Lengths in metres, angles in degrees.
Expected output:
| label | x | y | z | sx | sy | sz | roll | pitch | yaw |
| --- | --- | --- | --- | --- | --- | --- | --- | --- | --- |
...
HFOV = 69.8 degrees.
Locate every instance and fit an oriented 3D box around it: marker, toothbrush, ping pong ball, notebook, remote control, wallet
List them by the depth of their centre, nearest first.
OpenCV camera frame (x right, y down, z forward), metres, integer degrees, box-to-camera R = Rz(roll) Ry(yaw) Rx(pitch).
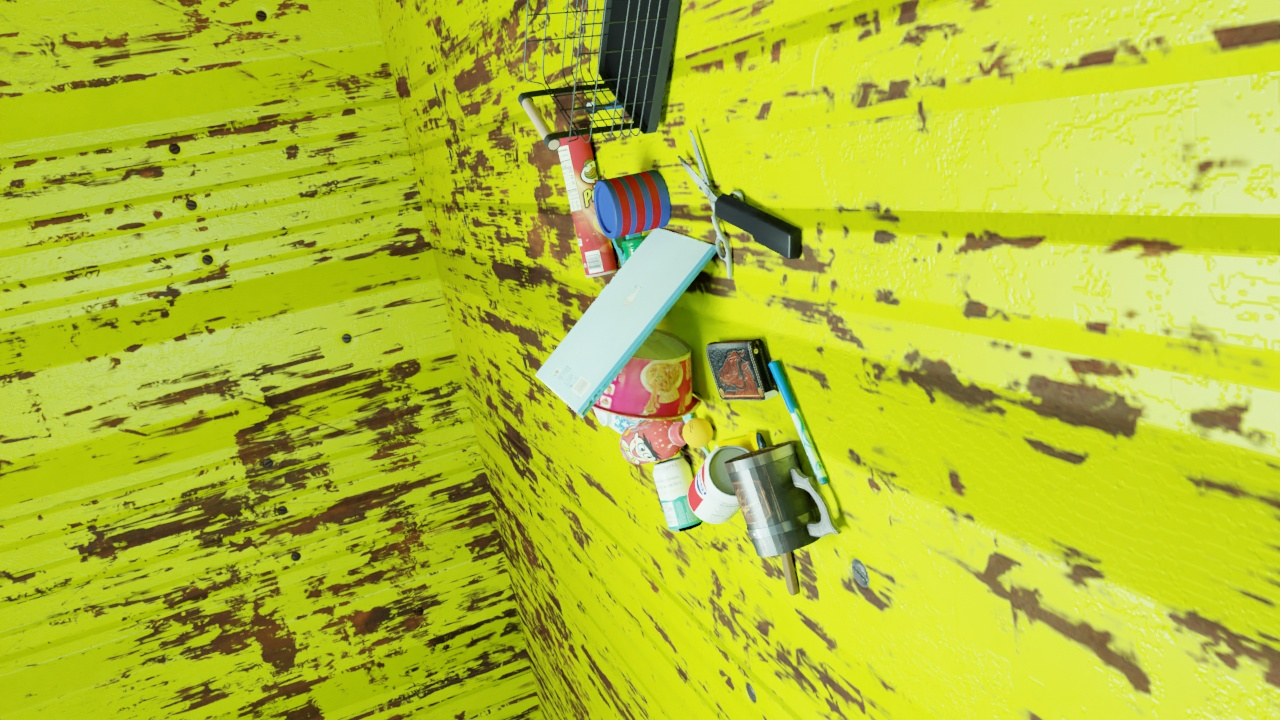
| label | x | y | z | sx | sy | sz | roll | pitch | yaw |
| --- | --- | --- | --- | --- | --- | --- | --- | --- | --- |
| remote control | 0.118 | -0.139 | 0.942 | 0.136 | 0.015 | 0.032 | 40 | 141 | 51 |
| marker | 0.169 | 0.065 | 0.978 | 0.013 | 0.013 | 0.141 | 126 | 126 | -66 |
| wallet | 0.117 | 0.011 | 1.069 | 0.123 | 0.019 | 0.072 | -5 | 105 | 70 |
| toothbrush | 0.167 | 0.202 | 1.085 | 0.016 | 0.016 | 0.167 | -160 | 55 | -67 |
| notebook | -0.024 | -0.055 | 1.132 | 0.009 | 0.253 | 0.181 | 40 | 177 | -27 |
| ping pong ball | 0.076 | 0.095 | 1.214 | 0.040 | 0.040 | 0.040 | 164 | 90 | -71 |
| toothbrush | -0.039 | -0.343 | 1.233 | 0.168 | 0.014 | 0.014 | 22 | 92 | 63 |
| toothbrush | 0.074 | 0.097 | 1.254 | 0.135 | 0.017 | 0.022 | 67 | 151 | 20 |

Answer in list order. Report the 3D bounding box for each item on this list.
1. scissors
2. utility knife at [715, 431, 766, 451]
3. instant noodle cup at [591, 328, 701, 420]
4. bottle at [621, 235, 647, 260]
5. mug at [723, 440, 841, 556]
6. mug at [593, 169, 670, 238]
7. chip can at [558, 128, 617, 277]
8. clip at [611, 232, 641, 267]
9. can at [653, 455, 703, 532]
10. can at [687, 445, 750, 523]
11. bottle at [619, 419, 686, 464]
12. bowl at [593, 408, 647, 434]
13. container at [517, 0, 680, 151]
| label | x | y | z | sx | sy | sz | roll | pitch | yaw |
| --- | --- | --- | --- | --- | --- | --- | --- | --- | --- |
| scissors | 0.080 | -0.175 | 1.037 | 0.141 | 0.014 | 0.162 | 40 | 142 | 54 |
| utility knife | 0.121 | 0.107 | 1.136 | 0.165 | 0.017 | 0.030 | 152 | 107 | -70 |
| instant noodle cup | -0.007 | 0.007 | 1.208 | 0.178 | 0.178 | 0.078 | -138 | 53 | -57 |
| bottle | 0.005 | -0.113 | 1.251 | 0.043 | 0.043 | 0.111 | -160 | 56 | -67 |
| mug | 0.156 | 0.147 | 0.992 | 0.116 | 0.079 | 0.107 | -22 | 85 | 51 |
| mug | -0.017 | -0.197 | 1.192 | 0.112 | 0.076 | 0.075 | 149 | 104 | -70 |
| chip can | -0.080 | -0.235 | 1.376 | 0.052 | 0.051 | 0.215 | -164 | 60 | -68 |
| clip | -0.008 | -0.153 | 1.284 | 0.130 | 0.031 | 0.121 | 70 | 156 | 13 |
| can | 0.054 | 0.193 | 1.326 | 0.055 | 0.054 | 0.101 | 159 | 95 | -71 |
| can | 0.101 | 0.153 | 1.123 | 0.132 | 0.070 | 0.070 | 106 | 144 | -67 |
| bottle | 0.028 | 0.113 | 1.325 | 0.138 | 0.061 | 0.062 | -23 | 83 | 57 |
| bowl | -0.031 | 0.061 | 1.432 | 0.144 | 0.074 | 0.144 | 164 | 90 | -71 |
| container | -0.058 | -0.382 | 1.061 | 0.242 | 0.130 | 0.162 | 101 | 148 | -46 |
